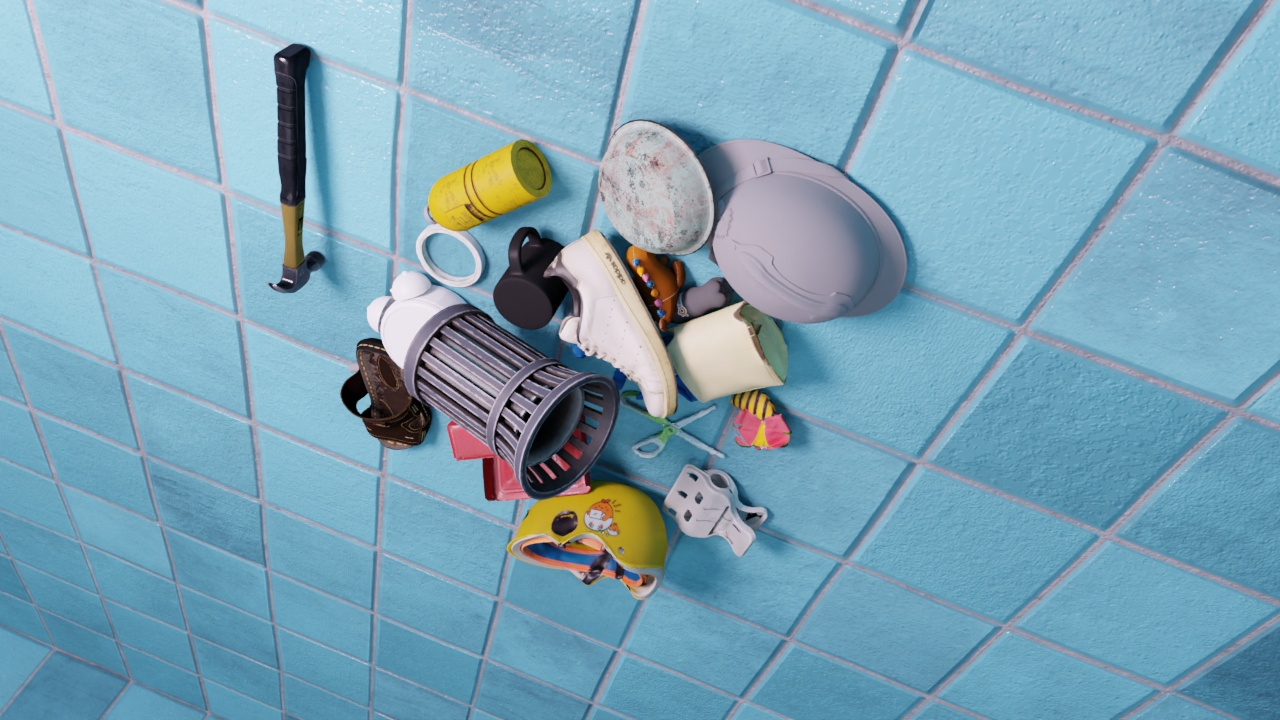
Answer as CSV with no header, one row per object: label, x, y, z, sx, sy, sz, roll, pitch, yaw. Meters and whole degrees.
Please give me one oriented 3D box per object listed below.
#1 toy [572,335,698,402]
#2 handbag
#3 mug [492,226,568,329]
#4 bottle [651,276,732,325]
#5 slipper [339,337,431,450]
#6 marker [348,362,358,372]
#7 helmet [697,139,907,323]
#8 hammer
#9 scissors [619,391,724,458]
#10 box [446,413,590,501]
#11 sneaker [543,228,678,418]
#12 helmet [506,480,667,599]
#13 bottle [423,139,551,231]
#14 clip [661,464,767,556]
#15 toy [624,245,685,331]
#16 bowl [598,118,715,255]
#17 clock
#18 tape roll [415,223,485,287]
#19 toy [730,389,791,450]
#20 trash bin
toy,-0.007,0.007,1.188,0.176,0.070,0.113,31,138,-21
handbag,0.107,-0.013,1.103,0.119,0.081,0.111,-15,134,29
mug,-0.133,-0.108,1.119,0.078,0.087,0.114,3,131,20
bottle,0.059,-0.068,1.112,0.110,0.036,0.036,-22,119,36
slipper,-0.382,0.067,1.374,0.113,0.075,0.268,16,143,5
marker,-0.380,0.007,1.375,0.141,0.016,0.016,-4,128,26
helmet,0.152,-0.110,0.979,0.271,0.117,0.184,32,134,-5
hammer,-0.430,-0.223,1.135,0.025,0.117,0.334,19,129,3
scissors,0.042,0.097,1.289,0.171,0.022,0.174,32,129,-4
box,-0.167,0.109,1.265,0.157,0.153,0.168,-9,165,13
sneaker,-0.037,-0.028,1.084,0.102,0.089,0.241,-27,101,-8
helmet,-0.068,0.251,1.378,0.240,0.139,0.209,10,153,15
bottle,-0.189,-0.196,1.074,0.164,0.070,0.071,-16,123,33
clip,0.109,0.219,1.343,0.143,0.072,0.125,29,138,6
toy,0.012,-0.087,1.070,0.071,0.102,0.090,-20,136,18
bowl,0.008,-0.177,0.990,0.157,0.038,0.158,31,140,30
clock,-0.287,-0.044,1.259,0.126,0.072,0.161,-36,106,32
tape roll,-0.247,-0.136,1.193,0.093,0.013,0.093,12,134,13
toy,0.158,0.083,1.207,0.084,0.046,0.103,-1,126,40
trash bin,-0.165,0.039,1.116,0.227,0.163,0.164,31,140,28
